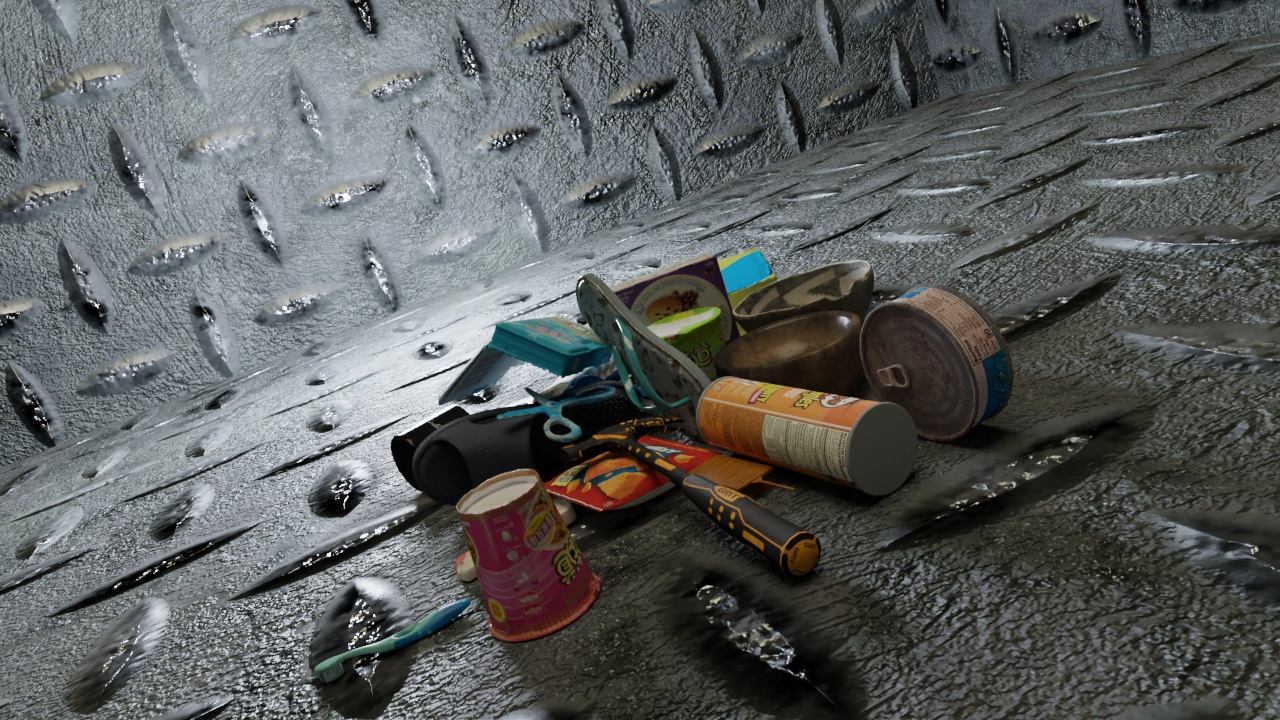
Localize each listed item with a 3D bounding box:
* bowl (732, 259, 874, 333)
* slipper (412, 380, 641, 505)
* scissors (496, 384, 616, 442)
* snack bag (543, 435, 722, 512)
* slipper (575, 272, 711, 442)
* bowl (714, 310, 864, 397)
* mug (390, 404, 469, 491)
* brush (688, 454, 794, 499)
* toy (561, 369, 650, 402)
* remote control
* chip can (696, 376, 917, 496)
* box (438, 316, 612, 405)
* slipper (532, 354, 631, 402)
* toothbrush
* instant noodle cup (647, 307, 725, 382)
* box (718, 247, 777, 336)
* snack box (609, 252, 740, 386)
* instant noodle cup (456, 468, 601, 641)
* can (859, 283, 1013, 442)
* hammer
[{"bbox_3d":[0.210,-0.057,1.139,0.178,0.081,0.178,-18,15,5],"label":"bowl"},{"bbox_3d":[-0.110,0.097,0.994,0.263,0.101,0.082,-18,21,-19],"label":"slipper"},{"bbox_3d":[-0.081,0.050,0.962,0.139,0.011,0.134,-17,25,-28],"label":"scissors"},{"bbox_3d":[-0.014,0.111,0.908,0.143,0.039,0.131,-22,15,-31],"label":"snack bag"},{"bbox_3d":[-0.006,0.006,1.008,0.054,0.098,0.269,-26,51,-25],"label":"slipper"},{"bbox_3d":[0.166,0.009,0.984,0.162,0.070,0.162,-18,15,5],"label":"bowl"},{"bbox_3d":[-0.239,0.115,1.130,0.114,0.078,0.087,27,42,34],"label":"mug"},{"bbox_3d":[0.094,0.109,0.822,0.048,0.017,0.127,-28,17,-28],"label":"brush"},{"bbox_3d":[-0.044,0.047,1.109,0.176,0.071,0.113,-9,-14,-31],"label":"toy"},{"bbox_3d":[-0.119,0.171,0.875,0.125,0.018,0.038,-28,17,-21],"label":"remote control"},{"bbox_3d":[0.139,0.061,0.818,0.075,0.075,0.215,-27,17,-25],"label":"chip can"},{"bbox_3d":[-0.130,-0.011,1.078,0.169,0.086,0.227,-12,2,12],"label":"box"},{"bbox_3d":[-0.064,0.022,1.241,0.115,0.054,0.271,-28,3,35],"label":"slipper"},{"bbox_3d":[-0.204,0.234,0.769,0.135,0.017,0.022,-22,15,-18],"label":"toothbrush"},{"bbox_3d":[0.061,0.005,1.058,0.099,0.108,0.098,-18,15,5],"label":"instant noodle cup"},{"bbox_3d":[0.146,-0.095,1.368,0.124,0.083,0.220,-19,18,5],"label":"box"},{"bbox_3d":[0.047,-0.046,1.177,0.143,0.148,0.040,-21,16,-4],"label":"snack box"},{"bbox_3d":[-0.096,0.152,0.737,0.098,0.108,0.097,-19,15,5],"label":"instant noodle cup"},{"bbox_3d":[0.250,0.002,0.786,0.044,0.130,0.130,-26,16,-23],"label":"can"},{"bbox_3d":[0.047,0.106,0.789,0.123,0.036,0.321,-18,20,-24],"label":"hammer"}]
